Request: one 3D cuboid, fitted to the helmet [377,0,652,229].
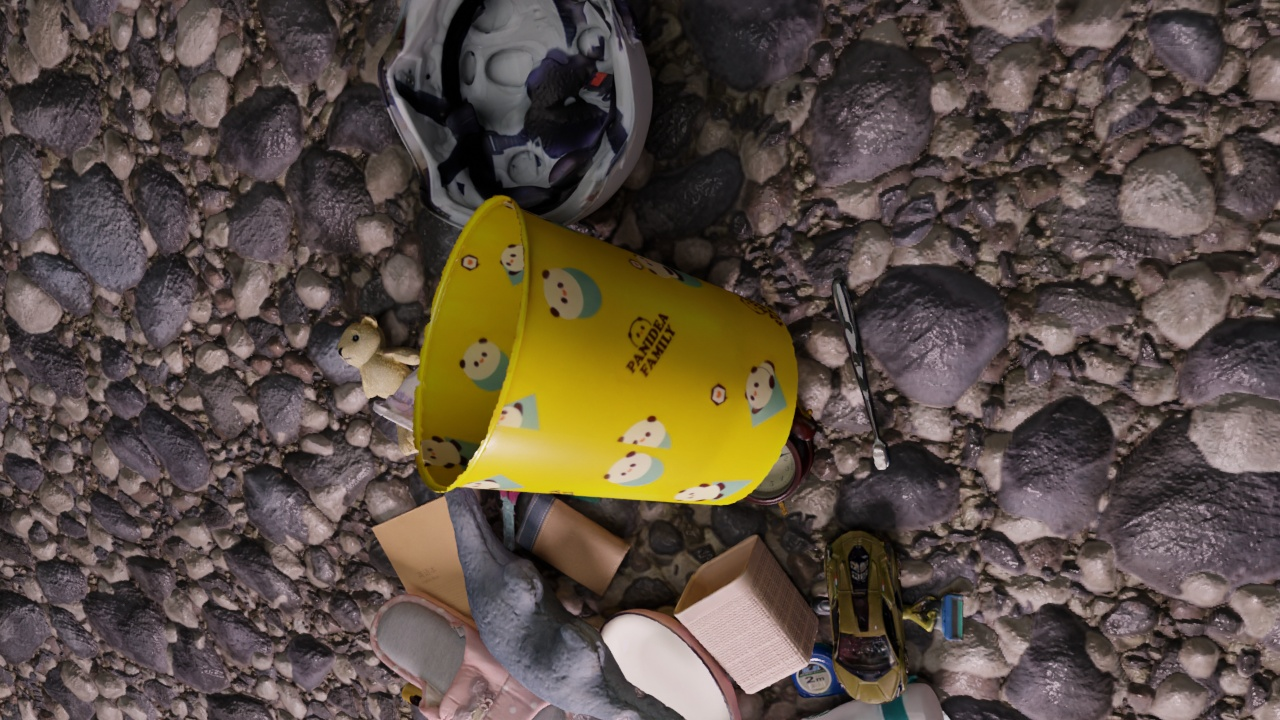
[{"bbox_3d":[-0.089,-0.237,0.790,0.229,0.145,0.258,-12,93,22],"label":"helmet"}]

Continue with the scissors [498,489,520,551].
[{"bbox_3d":[-0.147,0.154,0.993,0.064,0.017,0.136,17,122,15],"label":"scissors"}]

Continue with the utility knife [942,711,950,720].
[{"bbox_3d":[0.265,0.429,0.923,0.034,0.018,0.203,24,111,14],"label":"utility knife"}]

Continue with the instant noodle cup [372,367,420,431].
[{"bbox_3d":[-0.159,0.052,0.887,0.138,0.173,0.060,24,91,13],"label":"instant noodle cup"}]

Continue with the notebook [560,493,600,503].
[{"bbox_3d":[-0.132,0.059,0.967,0.209,0.012,0.150,13,110,17],"label":"notebook"}]

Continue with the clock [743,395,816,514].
[{"bbox_3d":[0.119,0.079,0.853,0.082,0.055,0.122,14,108,17],"label":"clock"}]

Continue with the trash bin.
[{"bbox_3d":[-0.028,0.012,0.753,0.255,0.229,0.230,14,117,-28],"label":"trash bin"}]

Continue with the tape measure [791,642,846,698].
[{"bbox_3d":[0.179,0.309,0.916,0.058,0.025,0.054,-19,96,21],"label":"tape measure"}]

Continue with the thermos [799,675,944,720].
[{"bbox_3d":[0.191,0.379,0.911,0.225,0.073,0.073,-32,93,25],"label":"thermos"}]

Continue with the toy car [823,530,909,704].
[{"bbox_3d":[0.210,0.238,0.853,0.070,0.042,0.158,-9,78,24],"label":"toy car"}]

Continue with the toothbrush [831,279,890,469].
[{"bbox_3d":[0.198,0.014,0.827,0.016,0.018,0.181,-12,100,26],"label":"toothbrush"}]

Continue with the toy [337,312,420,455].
[{"bbox_3d":[-0.270,0.027,0.981,0.105,0.066,0.157,-34,84,43],"label":"toy"}]

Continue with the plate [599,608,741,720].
[{"bbox_3d":[0.033,0.340,0.948,0.193,0.038,0.193,21,121,39],"label":"plate"}]

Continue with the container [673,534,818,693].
[{"bbox_3d":[0.108,0.248,0.892,0.090,0.089,0.111,-37,94,25],"label":"container"}]

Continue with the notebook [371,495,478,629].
[{"bbox_3d":[-0.208,0.261,1.058,0.150,0.012,0.211,-25,96,27],"label":"notebook"}]

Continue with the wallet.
[{"bbox_3d":[-0.072,0.191,0.967,0.115,0.033,0.090,31,129,10],"label":"wallet"}]

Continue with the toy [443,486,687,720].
[{"bbox_3d":[-0.097,0.283,0.958,0.356,0.091,0.138,42,127,15],"label":"toy"}]

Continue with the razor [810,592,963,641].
[{"bbox_3d":[0.234,0.239,0.876,0.143,0.022,0.042,-2,77,25],"label":"razor"}]

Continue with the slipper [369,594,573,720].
[{"bbox_3d":[-0.191,0.355,1.018,0.274,0.054,0.114,32,80,17],"label":"slipper"}]

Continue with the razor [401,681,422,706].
[{"bbox_3d":[-0.209,0.411,1.076,0.168,0.067,0.062,9,123,25],"label":"razor"}]
